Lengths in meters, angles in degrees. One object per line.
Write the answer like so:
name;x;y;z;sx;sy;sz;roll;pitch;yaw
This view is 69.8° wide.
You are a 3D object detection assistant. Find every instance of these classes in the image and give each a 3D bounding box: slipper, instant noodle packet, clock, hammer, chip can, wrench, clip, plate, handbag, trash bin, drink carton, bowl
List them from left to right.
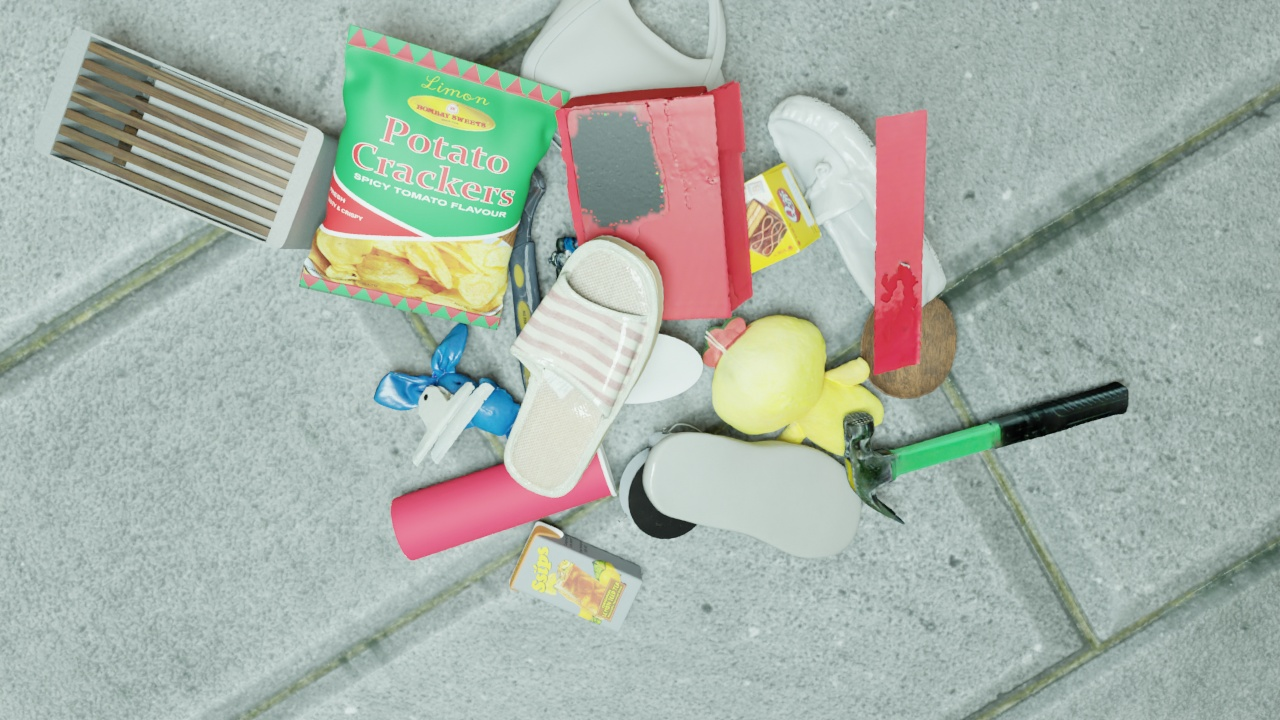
trash bin;-0.409;-0.200;0.864;0.229;0.114;0.114;22;95;-5
instant noodle packet;-0.196;-0.157;0.858;0.195;0.090;0.253;12;117;-18
clip;-0.191;0.053;0.889;0.052;0.058;0.102;33;104;-21
chip can;-0.140;0.139;0.942;0.220;0.069;0.069;-18;97;0
wrench;-0.116;-0.076;0.933;0.073;0.022;0.273;-2;101;25
slipper;-0.063;0.014;0.832;0.115;0.052;0.263;26;113;8
drink carton;-0.068;0.227;0.966;0.125;0.048;0.076;25;95;-6
plate;-0.006;0.005;0.917;0.134;0.135;0.011;0;58;-3
handbag;0.008;-0.289;0.909;0.216;0.096;0.222;38;81;-8
clock;0.029;0.124;0.954;0.094;0.035;0.122;24;88;-25
slipper;0.106;0.131;0.941;0.265;0.081;0.113;15;85;-29
slipper;0.205;-0.151;0.910;0.074;0.112;0.247;-35;92;-36
bowl;0.278;-0.017;0.967;0.102;0.026;0.114;6;96;-4
hammer;0.365;0.079;0.960;0.318;0.032;0.130;-15;112;-9

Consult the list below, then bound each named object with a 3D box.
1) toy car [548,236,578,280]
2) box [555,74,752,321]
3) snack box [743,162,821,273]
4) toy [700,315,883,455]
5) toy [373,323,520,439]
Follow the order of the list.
toy car;-0.068;-0.066;0.931;0.043;0.056;0.120;-5;100;-9
box;0.024;-0.161;0.877;0.165;0.152;0.214;-2;121;11
snack box;0.107;-0.131;0.902;0.106;0.061;0.083;-22;99;38
toy;0.156;0.030;0.937;0.207;0.092;0.134;27;107;-26
toy;-0.167;0.035;0.930;0.176;0.071;0.113;30;92;4
